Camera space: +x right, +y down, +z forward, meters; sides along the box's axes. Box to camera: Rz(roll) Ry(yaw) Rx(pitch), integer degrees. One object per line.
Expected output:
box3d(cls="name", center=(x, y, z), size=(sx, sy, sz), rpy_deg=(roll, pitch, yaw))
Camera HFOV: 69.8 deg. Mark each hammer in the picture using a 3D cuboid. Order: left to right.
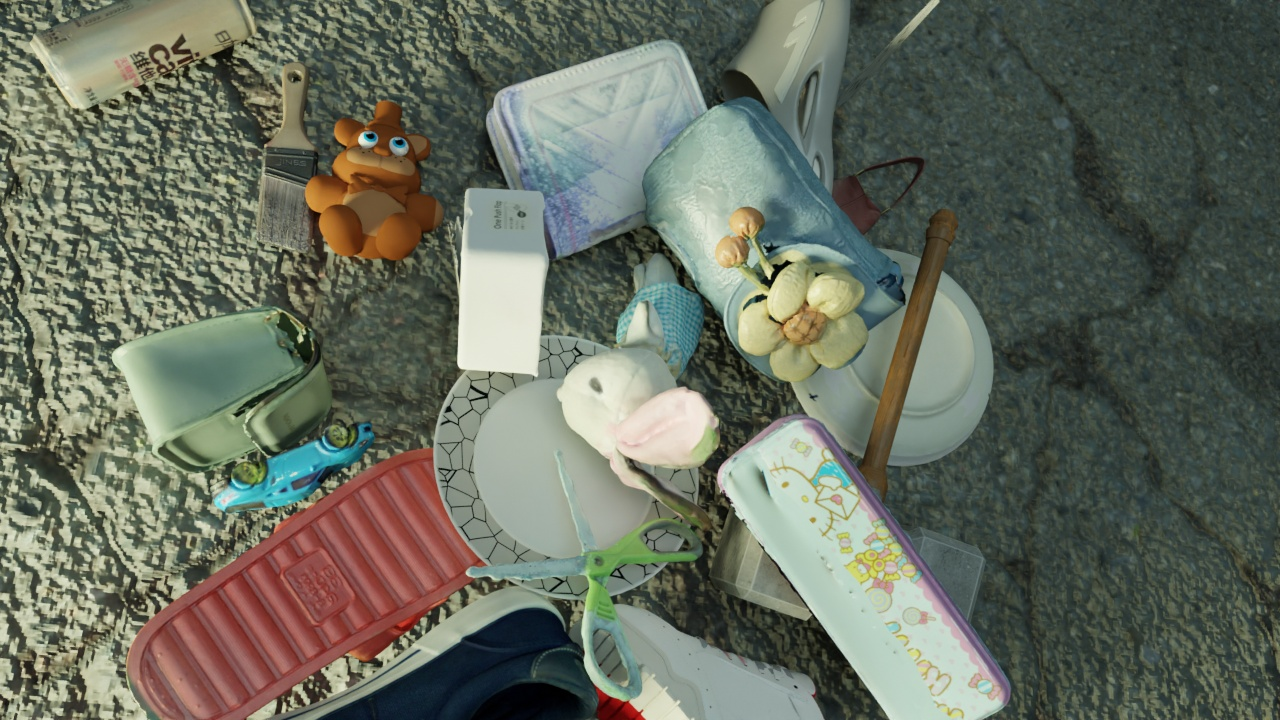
box3d(cls="hammer", center=(0.178, 0.035, 0.656), size=(0.162, 0.083, 0.317), rpy_deg=(21, 79, -8))

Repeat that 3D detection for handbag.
box3d(cls="handbag", center=(-0.244, 0.020, 0.558), size=(0.106, 0.122, 0.067), rpy_deg=(-22, 81, -19))
box3d(cls="handbag", center=(-0.025, -0.157, 0.696), size=(0.158, 0.069, 0.126), rpy_deg=(-23, 95, -18))
box3d(cls="handbag", center=(0.083, -0.077, 0.616), size=(0.192, 0.122, 0.118), rpy_deg=(53, 29, -4))
box3d(cls="handbag", center=(0.198, -0.143, 0.767), size=(0.119, 0.029, 0.055), rpy_deg=(-32, 86, -25))

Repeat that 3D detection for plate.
box3d(cls="plate", center=(-0.049, 0.071, 0.632), size=(0.188, 0.016, 0.188), rpy_deg=(10, 61, -20))
box3d(cls="plate", center=(0.204, -0.009, 0.724), size=(0.182, 0.034, 0.182), rpy_deg=(4, 74, -13))

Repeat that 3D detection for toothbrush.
box3d(cls="toothbrush", center=(0.169, -0.219, 0.696), size=(0.010, 0.182, 0.010), rpy_deg=(10, 69, -17))

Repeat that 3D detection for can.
box3d(cls="can", center=(-0.343, -0.226, 0.639), size=(0.135, 0.054, 0.054), rpy_deg=(-33, 85, -20))

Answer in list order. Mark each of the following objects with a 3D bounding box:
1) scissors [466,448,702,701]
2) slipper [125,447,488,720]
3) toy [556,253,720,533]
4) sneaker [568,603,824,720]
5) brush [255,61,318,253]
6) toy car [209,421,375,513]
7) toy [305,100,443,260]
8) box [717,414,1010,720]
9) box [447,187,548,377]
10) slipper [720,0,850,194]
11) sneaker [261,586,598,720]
box3d(cls="scissors", center=(-0.027, 0.127, 0.574), size=(0.171, 0.021, 0.172), rpy_deg=(0, 56, -32))
box3d(cls="slipper", center=(-0.188, 0.137, 0.573), size=(0.248, 0.059, 0.103), rpy_deg=(-29, 81, -34))
box3d(cls="toy", center=(-0.004, 0.004, 0.624), size=(0.105, 0.131, 0.205), rpy_deg=(0, 51, -3))
box3d(cls="sneaker", center=(0.064, 0.233, 0.604), size=(0.236, 0.091, 0.104), rpy_deg=(40, 45, 9))
box3d(cls="brush", center=(-0.252, -0.148, 0.662), size=(0.039, 0.012, 0.151), rpy_deg=(2, 74, -13))
box3d(cls="toy car", center=(-0.219, 0.071, 0.589), size=(0.105, 0.048, 0.032), rpy_deg=(-25, 81, -20))
box3d(cls="toy", center=(-0.184, -0.130, 0.648), size=(0.095, 0.065, 0.127), rpy_deg=(9, 67, -18))
box3d(cls="box", center=(0.134, 0.134, 0.565), size=(0.078, 0.065, 0.214), rpy_deg=(-36, 90, 0))
box3d(cls="box", center=(-0.110, -0.054, 0.613), size=(0.091, 0.103, 0.107), rpy_deg=(5, 35, -9))
box3d(cls="slipper", center=(0.103, -0.198, 0.719), size=(0.080, 0.113, 0.265), rpy_deg=(9, 79, -9))
box3d(cls="sneaker", center=(-0.149, 0.240, 0.500), size=(0.294, 0.127, 0.121), rpy_deg=(-26, 126, -22))
